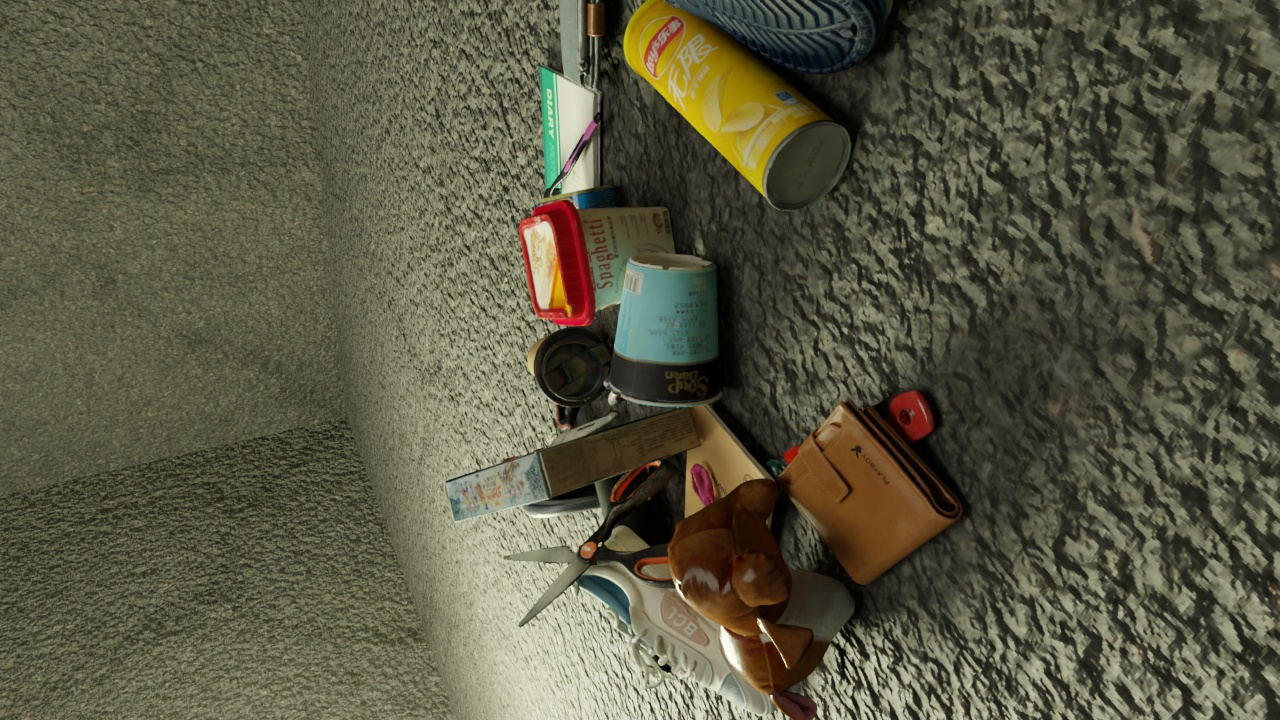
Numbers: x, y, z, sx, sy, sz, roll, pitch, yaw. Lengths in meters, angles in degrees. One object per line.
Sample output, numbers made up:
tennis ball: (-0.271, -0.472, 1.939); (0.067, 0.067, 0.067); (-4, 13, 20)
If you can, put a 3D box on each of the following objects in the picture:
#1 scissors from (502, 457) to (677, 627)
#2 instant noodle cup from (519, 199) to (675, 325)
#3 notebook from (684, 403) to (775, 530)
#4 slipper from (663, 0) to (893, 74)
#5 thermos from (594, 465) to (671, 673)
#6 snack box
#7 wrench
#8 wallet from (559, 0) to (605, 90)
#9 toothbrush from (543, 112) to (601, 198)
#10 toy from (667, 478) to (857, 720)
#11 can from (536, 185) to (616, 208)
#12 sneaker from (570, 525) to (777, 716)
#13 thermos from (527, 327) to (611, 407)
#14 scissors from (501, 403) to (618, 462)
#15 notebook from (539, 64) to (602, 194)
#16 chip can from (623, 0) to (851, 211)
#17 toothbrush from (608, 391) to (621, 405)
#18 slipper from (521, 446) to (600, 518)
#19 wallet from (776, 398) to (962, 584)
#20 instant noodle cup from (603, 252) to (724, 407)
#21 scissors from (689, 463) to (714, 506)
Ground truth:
scissors: (-0.030, 0.183, 0.916); (0.232, 0.220, 0.022); (11, 147, 35)
instant noodle cup: (-0.037, -0.099, 0.880); (0.117, 0.124, 0.116); (7, 110, 64)
notebook: (0.079, 0.148, 0.875); (0.148, 0.008, 0.208); (-129, 31, -47)
slipper: (0.072, -0.272, 0.609); (0.253, 0.105, 0.095); (37, 94, 36)
thermos: (0.003, 0.220, 1.031); (0.090, 0.068, 0.242); (164, 92, -88)
snack box: (-0.067, 0.099, 0.876); (0.183, 0.177, 0.046); (-23, 84, 50)
wrench: (0.140, 0.071, 0.718); (0.274, 0.016, 0.056); (-36, 70, 64)
wallet: (-0.055, -0.340, 0.902); (0.106, 0.037, 0.130); (-125, 32, -59)
toothbrush: (-0.074, -0.217, 1.004); (0.190, 0.017, 0.014); (-41, 66, 60)
toy: (0.103, 0.189, 0.728); (0.139, 0.130, 0.200); (-83, -22, -53)
can: (-0.063, -0.138, 0.976); (0.102, 0.057, 0.083); (2, 107, 54)
sneaker: (0.027, 0.268, 0.901); (0.242, 0.090, 0.090); (38, 144, 26)
thermos: (-0.092, 0.004, 1.102); (0.143, 0.093, 0.093); (-165, 64, -72)
scissors: (-0.105, 0.100, 1.124); (0.015, 0.189, 0.223); (44, -172, -22)
notebook: (-0.080, -0.217, 1.047); (0.150, 0.012, 0.209); (44, 141, 51)
chip can: (0.064, -0.195, 0.677); (0.213, 0.072, 0.072); (56, 148, 38)
toothbrush: (-0.006, 0.006, 0.998); (0.017, 0.016, 0.188); (56, 149, 18)
slipper: (-0.112, 0.144, 1.185); (0.268, 0.110, 0.083); (-176, 77, -68)
wallet: (0.157, 0.095, 0.654); (0.108, 0.031, 0.132); (51, 149, 17)
instant noodle cup: (0.026, -0.032, 0.820); (0.111, 0.111, 0.120); (30, 120, 58)
scissors: (0.075, 0.154, 0.858); (0.134, 0.017, 0.134); (59, 158, 29)
